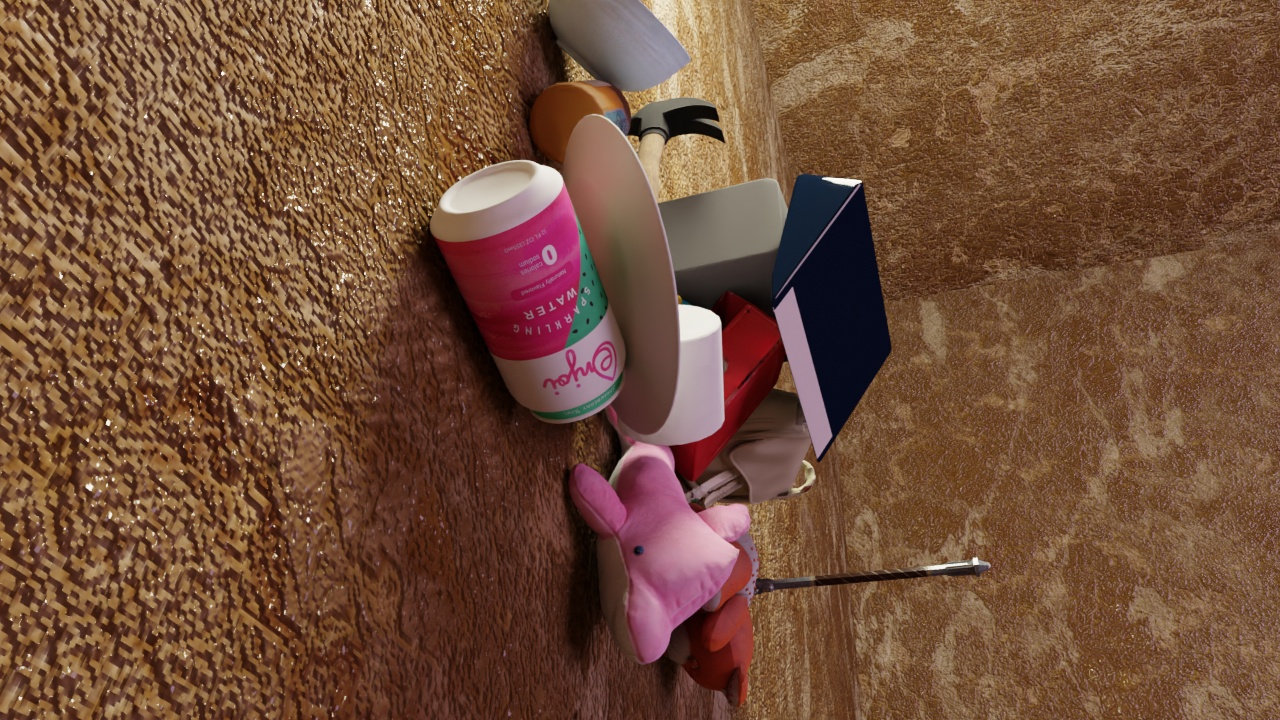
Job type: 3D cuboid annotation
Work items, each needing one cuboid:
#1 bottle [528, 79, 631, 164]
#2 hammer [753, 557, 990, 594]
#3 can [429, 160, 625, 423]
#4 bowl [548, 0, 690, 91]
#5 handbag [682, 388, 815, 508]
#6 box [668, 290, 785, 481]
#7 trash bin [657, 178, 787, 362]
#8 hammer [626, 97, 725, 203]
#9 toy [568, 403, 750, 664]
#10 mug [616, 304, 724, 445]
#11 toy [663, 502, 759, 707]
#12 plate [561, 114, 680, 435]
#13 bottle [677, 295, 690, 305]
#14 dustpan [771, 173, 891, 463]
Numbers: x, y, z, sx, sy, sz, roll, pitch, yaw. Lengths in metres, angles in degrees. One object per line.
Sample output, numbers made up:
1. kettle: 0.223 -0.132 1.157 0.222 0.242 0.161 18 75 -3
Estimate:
1. bottle: -0.045 -0.220 0.834 0.156 0.068 0.068 -55 133 -68
2. hammer: 0.221 0.245 1.029 0.098 0.322 0.044 -54 133 -68
3. can: -0.070 -0.043 0.612 0.088 0.088 0.166 -78 154 -51
4. bowl: -0.032 -0.308 0.870 0.150 0.075 0.150 41 10 -9
5. handbag: 0.127 0.120 1.068 0.229 0.184 0.131 86 5 -64
6. box: 0.068 0.025 0.918 0.158 0.087 0.129 -48 162 -21
7. trash bin: 0.087 -0.079 0.994 0.220 0.192 0.097 52 33 -56
8. hammer: 0.005 -0.161 0.867 0.304 0.132 0.040 -79 156 -47
9. toy: 0.026 0.138 0.775 0.265 0.128 0.187 -94 161 -58
10. mug: 0.010 0.008 0.775 0.090 0.121 0.090 -33 126 -49
11. toy: 0.066 0.240 0.898 0.164 0.092 0.172 -136 -137 -71
12. plate: -0.027 -0.061 0.694 0.243 0.016 0.242 167 -90 -71
13. bottle: 0.034 -0.024 0.942 0.146 0.051 0.051 91 0 -61
14. dustpan: 0.194 -0.076 0.946 0.272 0.080 0.236 -51 139 -26
